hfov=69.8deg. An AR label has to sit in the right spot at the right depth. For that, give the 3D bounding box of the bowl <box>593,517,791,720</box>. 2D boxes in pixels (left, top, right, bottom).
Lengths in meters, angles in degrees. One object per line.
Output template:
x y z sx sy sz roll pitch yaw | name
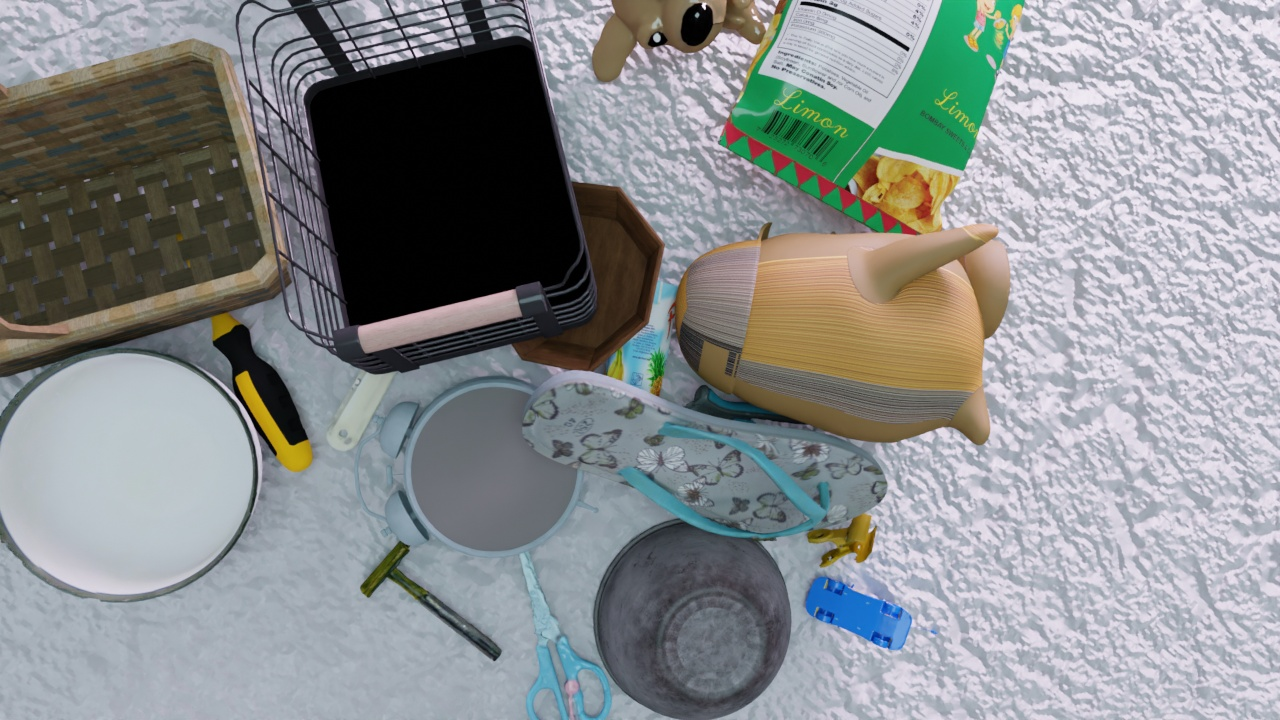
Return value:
0.043 0.186 0.635 0.145 0.067 0.145 0 91 -8 | bowl

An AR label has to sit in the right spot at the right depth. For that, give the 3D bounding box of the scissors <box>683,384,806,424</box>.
0.062 0.040 0.646 0.137 0.019 0.129 -38 107 -22 | scissors

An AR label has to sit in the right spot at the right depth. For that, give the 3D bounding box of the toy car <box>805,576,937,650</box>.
0.174 0.189 0.684 0.092 0.062 0.033 19 88 22 | toy car

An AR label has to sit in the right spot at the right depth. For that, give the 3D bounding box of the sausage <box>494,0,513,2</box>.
-0.042 -0.298 0.641 0.155 0.020 0.020 -38 96 -6 | sausage

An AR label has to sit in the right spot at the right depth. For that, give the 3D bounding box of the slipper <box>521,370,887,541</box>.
0.047 0.081 0.607 0.268 0.054 0.098 17 129 -20 | slipper

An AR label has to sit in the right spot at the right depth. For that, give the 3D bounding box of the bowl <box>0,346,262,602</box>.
-0.312 0.068 0.579 0.153 0.073 0.153 0 90 -8 | bowl

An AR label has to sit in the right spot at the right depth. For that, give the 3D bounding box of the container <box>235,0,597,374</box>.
-0.127 -0.116 0.545 0.163 0.130 0.241 -14 79 -2 | container

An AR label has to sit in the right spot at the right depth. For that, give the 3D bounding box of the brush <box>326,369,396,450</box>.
-0.156 -0.034 0.632 0.033 0.012 0.217 30 88 -7 | brush

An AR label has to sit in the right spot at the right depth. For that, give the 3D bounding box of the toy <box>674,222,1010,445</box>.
0.124 -0.026 0.616 0.203 0.199 0.162 8 48 2 | toy

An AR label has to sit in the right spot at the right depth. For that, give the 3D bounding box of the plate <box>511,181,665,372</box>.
-0.042 -0.056 0.617 0.131 0.025 0.131 -2 84 22 | plate

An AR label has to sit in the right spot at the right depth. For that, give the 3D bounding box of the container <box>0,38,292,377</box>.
-0.334 -0.081 0.504 0.250 0.186 0.157 -17 84 -5 | container

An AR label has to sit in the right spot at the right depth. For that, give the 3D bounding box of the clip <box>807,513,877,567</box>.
0.149 0.138 0.667 0.047 0.052 0.039 -23 96 22 | clip

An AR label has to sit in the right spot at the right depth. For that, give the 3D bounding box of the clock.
-0.112 0.073 0.623 0.159 0.045 0.122 -4 91 -10 | clock

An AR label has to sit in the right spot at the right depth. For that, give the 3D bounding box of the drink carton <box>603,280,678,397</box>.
-0.004 0.004 0.639 0.038 0.044 0.129 11 91 -9 | drink carton

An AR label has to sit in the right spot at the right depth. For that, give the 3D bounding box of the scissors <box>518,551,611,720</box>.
-0.067 0.198 0.651 0.063 0.015 0.138 -20 87 -4 | scissors

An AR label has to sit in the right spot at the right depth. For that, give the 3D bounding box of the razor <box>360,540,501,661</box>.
-0.138 0.172 0.633 0.106 0.026 0.042 42 83 -11 | razor

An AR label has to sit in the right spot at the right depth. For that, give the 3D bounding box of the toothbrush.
-0.270 -0.014 0.608 0.031 0.031 0.196 -29 90 7 | toothbrush

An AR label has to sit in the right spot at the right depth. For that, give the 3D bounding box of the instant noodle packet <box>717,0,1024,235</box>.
0.173 -0.223 0.627 0.195 0.090 0.252 22 88 -27 | instant noodle packet

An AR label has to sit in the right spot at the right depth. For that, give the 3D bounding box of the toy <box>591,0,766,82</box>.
0.032 -0.247 0.614 0.108 0.134 0.105 -16 51 -24 | toy
